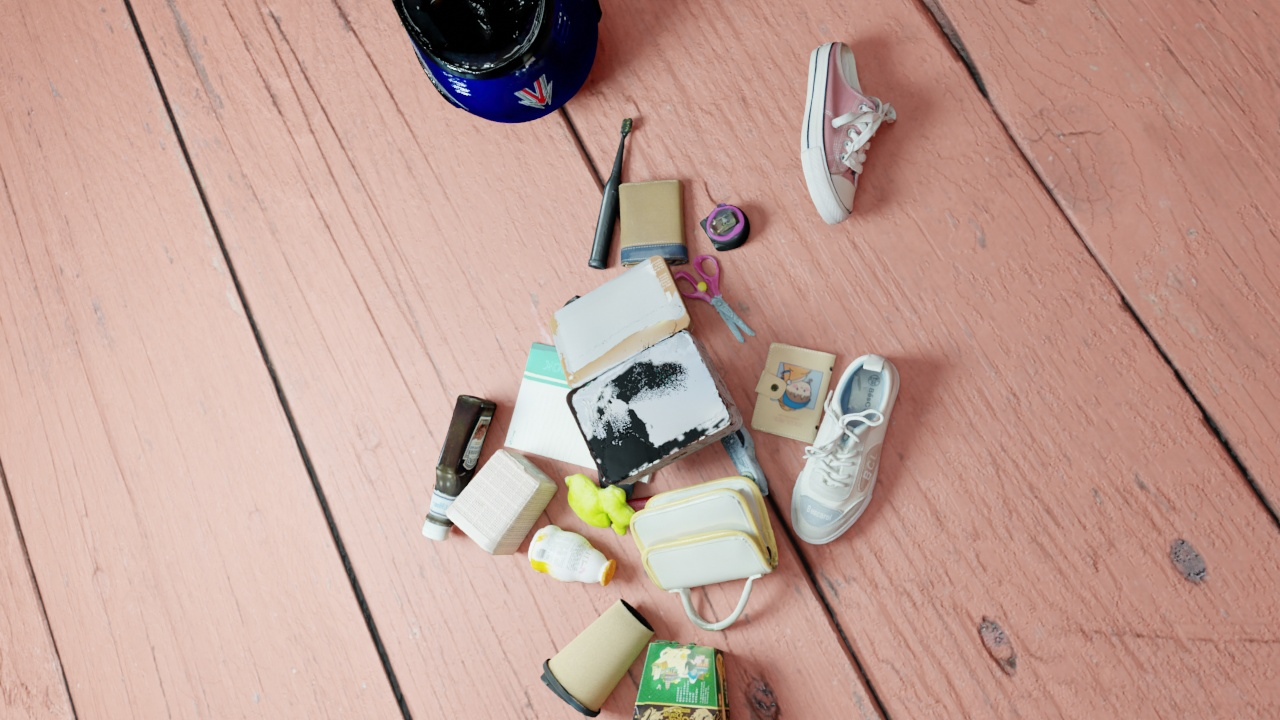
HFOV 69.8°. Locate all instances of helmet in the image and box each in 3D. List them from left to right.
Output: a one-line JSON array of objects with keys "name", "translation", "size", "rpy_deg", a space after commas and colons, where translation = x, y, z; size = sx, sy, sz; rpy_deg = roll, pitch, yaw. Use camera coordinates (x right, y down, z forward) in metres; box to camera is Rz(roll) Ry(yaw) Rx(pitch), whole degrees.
[{"name": "helmet", "translation": [-0.191, -0.469, 1.214], "size": [0.247, 0.240, 0.315], "rpy_deg": [-28, 87, 11]}]

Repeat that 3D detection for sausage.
[{"name": "sausage", "translation": [0.045, 0.178, 1.170], "size": [0.156, 0.020, 0.020], "rpy_deg": [-12, 79, 15]}]

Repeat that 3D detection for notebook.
[{"name": "notebook", "translation": [-0.069, 0.066, 1.225], "size": [0.209, 0.012, 0.150], "rpy_deg": [12, 84, 18]}]

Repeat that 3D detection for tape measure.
[{"name": "tape measure", "translation": [0.112, -0.174, 1.191], "size": [0.058, 0.039, 0.057], "rpy_deg": [-30, 74, 10]}]

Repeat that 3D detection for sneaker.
[{"name": "sneaker", "translation": [0.244, 0.105, 1.085], "size": [0.089, 0.090, 0.242], "rpy_deg": [21, 89, 19]}, {"name": "sneaker", "translation": [0.258, -0.288, 1.135], "size": [0.088, 0.118, 0.240], "rpy_deg": [-5, 74, 36]}]

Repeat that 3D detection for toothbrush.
[{"name": "toothbrush", "translation": [-0.038, -0.229, 1.250], "size": [0.026, 0.027, 0.212], "rpy_deg": [14, 84, -27]}]

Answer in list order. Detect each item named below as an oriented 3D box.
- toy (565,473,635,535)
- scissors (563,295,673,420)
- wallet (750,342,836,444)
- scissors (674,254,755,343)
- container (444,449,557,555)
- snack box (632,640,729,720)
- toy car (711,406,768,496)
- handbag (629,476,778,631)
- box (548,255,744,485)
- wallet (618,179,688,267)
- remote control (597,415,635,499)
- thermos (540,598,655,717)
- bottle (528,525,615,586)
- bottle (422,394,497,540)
[{"name": "toy", "translation": [-0.054, 0.186, 1.177], "size": [0.100, 0.031, 0.097], "rpy_deg": [-19, 102, 42]}, {"name": "scissors", "translation": [-0.022, -0.006, 1.208], "size": [0.221, 0.021, 0.234], "rpy_deg": [-46, 72, 9]}, {"name": "wallet", "translation": [0.188, 0.039, 1.148], "size": [0.087, 0.024, 0.115], "rpy_deg": [14, 87, 13]}, {"name": "scissors", "translation": [0.107, -0.082, 1.195], "size": [0.137, 0.017, 0.073], "rpy_deg": [43, 86, 13]}, {"name": "container", "translation": [-0.177, 0.183, 1.199], "size": [0.090, 0.090, 0.111], "rpy_deg": [37, 91, 18]}, {"name": "snack box", "translation": [0.055, 0.394, 1.096], "size": [0.118, 0.117, 0.105], "rpy_deg": [1, 70, 14]}, {"name": "toy car", "translation": [0.126, 0.114, 1.137], "size": [0.037, 0.054, 0.120], "rpy_deg": [-29, 75, 12]}, {"name": "handbag", "translation": [0.083, 0.242, 1.109], "size": [0.164, 0.063, 0.178], "rpy_deg": [-19, 92, 29]}, {"name": "box", "translation": [-0.007, 0.005, 1.133], "size": [0.179, 0.110, 0.259], "rpy_deg": [-28, 75, 11]}, {"name": "wallet", "translation": [0.016, -0.182, 1.223], "size": [0.090, 0.033, 0.115], "rpy_deg": [-4, 80, 7]}, {"name": "remote control", "translation": [-0.034, 0.113, 1.179], "size": [0.053, 0.024, 0.136], "rpy_deg": [-4, 90, 20]}, {"name": "thermos", "translation": [-0.052, 0.369, 1.138], "size": [0.093, 0.093, 0.143], "rpy_deg": [41, 86, 18]}, {"name": "bottle", "translation": [-0.087, 0.254, 1.174], "size": [0.108, 0.063, 0.063], "rpy_deg": [17, 87, 18]}, {"name": "bottle", "translation": [-0.246, 0.144, 1.229], "size": [0.044, 0.080, 0.195], "rpy_deg": [17, 89, 12]}]
